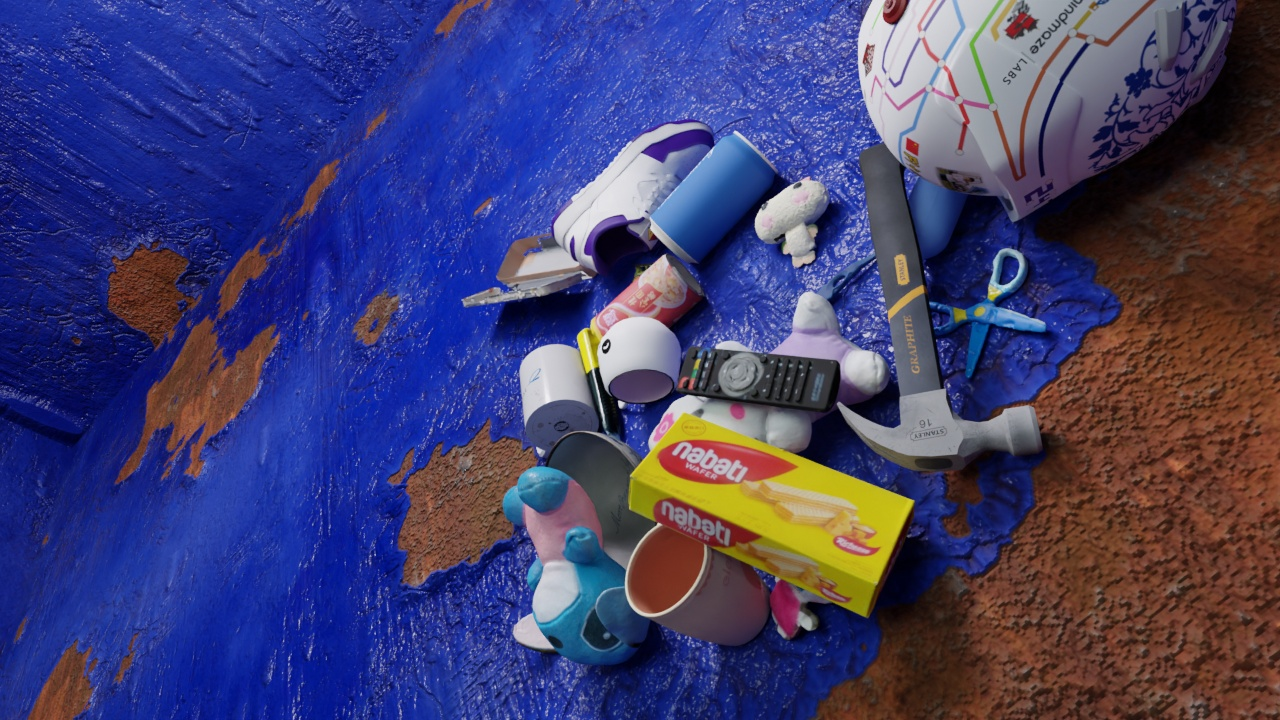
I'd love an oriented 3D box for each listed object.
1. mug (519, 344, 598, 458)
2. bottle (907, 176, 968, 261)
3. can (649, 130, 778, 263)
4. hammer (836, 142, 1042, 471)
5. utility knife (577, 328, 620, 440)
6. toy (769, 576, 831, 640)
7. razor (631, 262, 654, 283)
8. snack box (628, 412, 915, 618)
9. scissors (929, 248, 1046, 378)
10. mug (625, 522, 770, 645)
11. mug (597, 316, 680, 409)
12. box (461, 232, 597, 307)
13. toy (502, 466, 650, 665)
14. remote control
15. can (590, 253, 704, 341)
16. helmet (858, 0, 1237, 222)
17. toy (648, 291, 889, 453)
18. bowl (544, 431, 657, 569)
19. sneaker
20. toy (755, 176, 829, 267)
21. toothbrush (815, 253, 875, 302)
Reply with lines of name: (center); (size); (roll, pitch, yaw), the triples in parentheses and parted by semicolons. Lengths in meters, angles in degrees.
mug: (-0.102, 0.057, 1.076); (0.096, 0.083, 0.120); (-104, 31, -49)
bottle: (0.257, -0.123, 0.824); (0.048, 0.048, 0.131); (7, 66, 52)
can: (0.083, -0.185, 1.056); (0.146, 0.079, 0.079); (-46, 35, 10)
hammer: (0.224, -0.058, 0.752); (0.139, 0.035, 0.311); (-12, 58, 21)
utility knife: (-0.040, 0.049, 1.028); (0.020, 0.028, 0.233); (-43, 41, 25)
toy: (0.132, 0.171, 0.721); (0.102, 0.050, 0.065); (-52, 39, 12)
razor: (-0.017, -0.057, 1.118); (0.044, 0.021, 0.144); (2, 65, 50)
snack box: (0.098, 0.112, 0.703); (0.201, 0.042, 0.091); (21, 42, 23)
scissors: (0.285, -0.042, 0.757); (0.130, 0.014, 0.125); (-59, 33, -3)
mug: (0.050, 0.177, 0.761); (0.085, 0.104, 0.111); (-40, 36, 18)
mug: (-0.006, 0.006, 1.002); (0.124, 0.090, 0.076); (118, 154, -53)
box: (-0.148, -0.124, 1.291); (0.217, 0.071, 0.156); (-2, 31, 48)
toy: (-0.070, 0.195, 0.852); (0.225, 0.098, 0.191); (-37, 76, 57)
remote control: (0.098, 0.016, 0.776); (0.141, 0.021, 0.045); (7, 68, 32)
can: (0.008, -0.059, 1.047); (0.124, 0.066, 0.066); (-41, 36, 17)
helmet: (0.325, -0.267, 0.708); (0.236, 0.230, 0.315); (44, 102, 28)
toy: (0.110, 0.043, 0.817); (0.209, 0.085, 0.137); (-41, 57, 7)
bowl: (-0.026, 0.137, 0.902); (0.151, 0.056, 0.151); (10, 106, 40)
sneaker: (0.007, -0.199, 1.153); (0.244, 0.092, 0.111); (-38, 57, 4)
toy: (0.161, -0.153, 0.969); (0.087, 0.050, 0.112); (-29, 36, 32)
toothbrush: (0.200, -0.082, 0.884); (0.132, 0.016, 0.021); (-43, 33, 14)
